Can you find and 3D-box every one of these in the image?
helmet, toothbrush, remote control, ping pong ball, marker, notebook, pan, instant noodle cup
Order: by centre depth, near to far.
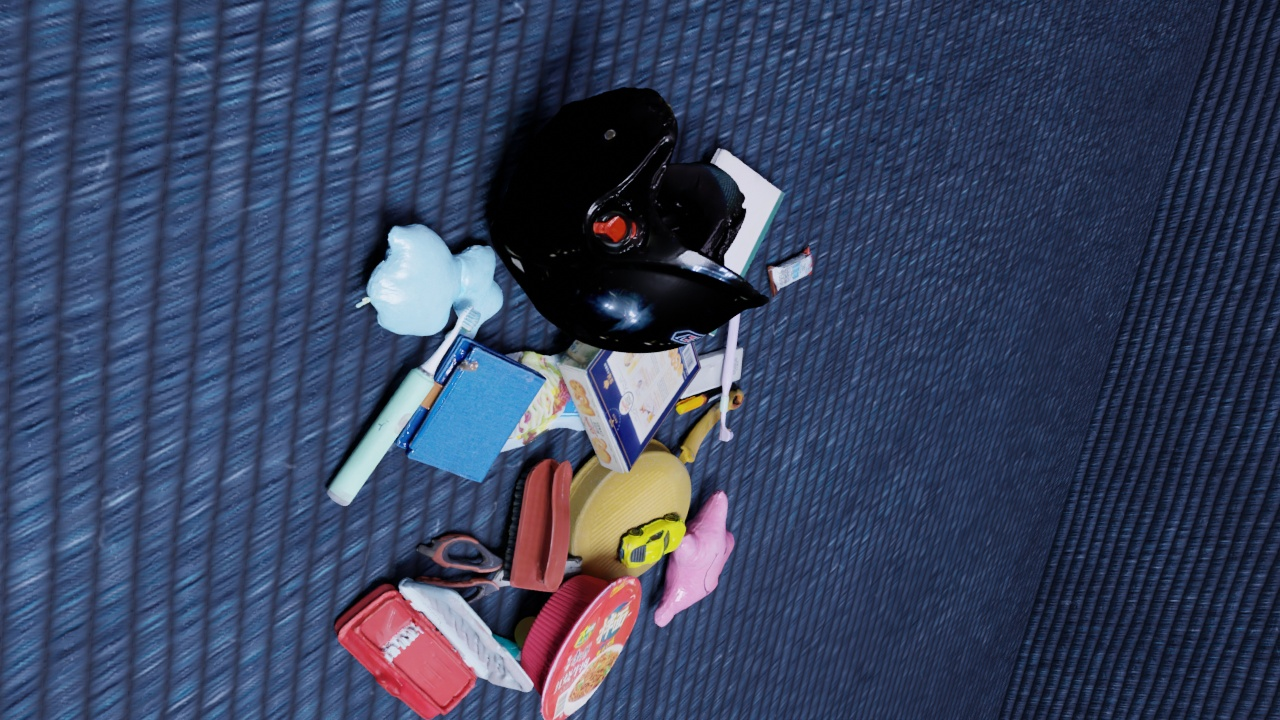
[{"bbox_3d":[-0.224,0.040,0.872,0.224,0.027,0.026,-55,162,-2],"label":"toothbrush"},{"bbox_3d":[-0.009,-0.116,0.882,0.230,0.274,0.233,-43,158,13],"label":"helmet"},{"bbox_3d":[-0.078,0.327,1.084,0.193,0.066,0.194,-46,150,-37],"label":"instant noodle cup"},{"bbox_3d":[-0.132,0.331,1.110,0.040,0.040,0.040,-21,121,-40],"label":"ping pong ball"},{"bbox_3d":[0.095,-0.142,1.149,0.150,0.012,0.209,19,99,-49],"label":"notebook"},{"bbox_3d":[0.030,0.147,1.203,0.356,0.078,0.198,-33,131,-25],"label":"pan"},{"bbox_3d":[0.120,0.013,1.221,0.021,0.029,0.189,3,96,-11],"label":"toothbrush"},{"bbox_3d":[0.091,0.016,1.226,0.124,0.024,0.049,-17,119,-43],"label":"remote control"},{"bbox_3d":[0.089,0.049,1.230,0.123,0.015,0.018,-19,155,-46],"label":"marker"}]

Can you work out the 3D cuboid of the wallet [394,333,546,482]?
[{"bbox_3d":[-0.171,0.050,0.920,0.106,0.040,0.133,28,99,-33],"label":"wallet"}]

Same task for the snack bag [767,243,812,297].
[{"bbox_3d":[0.212,-0.127,1.291,0.104,0.026,0.048,-31,121,-34],"label":"snack bag"}]

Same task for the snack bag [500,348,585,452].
[{"bbox_3d":[-0.093,0.034,1.029,0.190,0.039,0.110,-13,104,-44],"label":"snack bag"}]

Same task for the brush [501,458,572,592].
[{"bbox_3d":[-0.106,0.181,1.020,0.063,0.069,0.145,20,69,-40],"label":"brush"}]

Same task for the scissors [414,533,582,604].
[{"bbox_3d":[-0.156,0.228,1.034,0.206,0.015,0.192,-37,121,-23],"label":"scissors"}]

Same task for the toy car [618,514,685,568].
[{"bbox_3d":[0.019,0.230,1.157,0.105,0.032,0.048,-16,122,-38],"label":"toy car"}]

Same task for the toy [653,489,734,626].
[{"bbox_3d":[0.086,0.269,1.290,0.178,0.075,0.195,-21,131,-55],"label":"toy"}]

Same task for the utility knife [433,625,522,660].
[{"bbox_3d":[-0.184,0.331,1.076,0.029,0.013,0.179,-57,137,-7],"label":"utility knife"}]

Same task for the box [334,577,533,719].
[{"bbox_3d":[-0.214,0.304,0.975,0.155,0.073,0.201,-19,130,7],"label":"box"}]

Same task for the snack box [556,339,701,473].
[{"bbox_3d":[-0.006,0.006,1.063,0.182,0.046,0.178,-53,143,-30],"label":"snack box"}]

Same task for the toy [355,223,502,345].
[{"bbox_3d":[-0.195,-0.068,0.864,0.155,0.050,0.162,-39,141,-37],"label":"toy"}]
